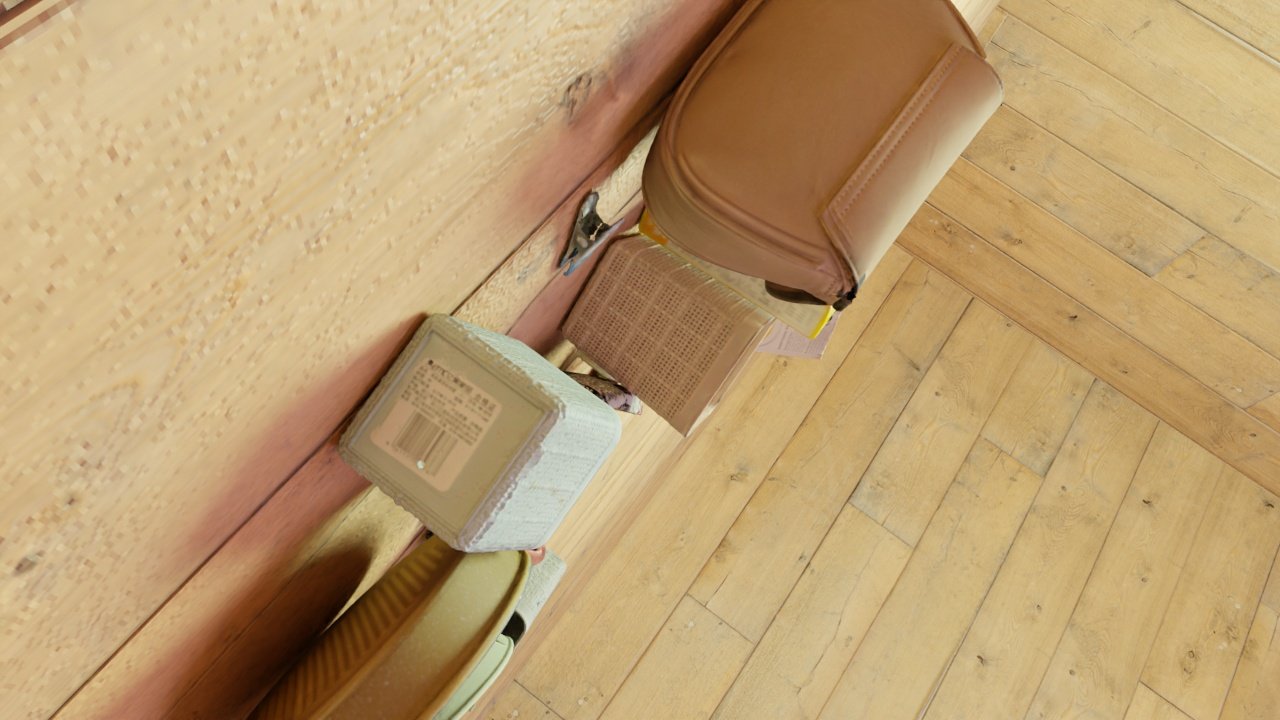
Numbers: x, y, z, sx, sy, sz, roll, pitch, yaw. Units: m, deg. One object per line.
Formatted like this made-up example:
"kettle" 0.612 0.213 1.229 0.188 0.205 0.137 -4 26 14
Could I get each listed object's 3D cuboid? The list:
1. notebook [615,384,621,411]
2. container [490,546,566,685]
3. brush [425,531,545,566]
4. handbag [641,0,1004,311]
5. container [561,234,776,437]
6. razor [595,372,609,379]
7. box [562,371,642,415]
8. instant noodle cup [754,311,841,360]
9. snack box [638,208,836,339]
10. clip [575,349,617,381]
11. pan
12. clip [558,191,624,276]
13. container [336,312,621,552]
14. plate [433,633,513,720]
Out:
"notebook" 0.024 -0.007 0.890 0.211 0.012 0.150 -45 175 -27
"container" -0.128 0.202 0.786 0.090 0.090 0.114 -57 174 20
"brush" -0.107 0.136 0.700 0.063 0.069 0.146 -52 171 -7
"handbag" 0.099 -0.130 0.513 0.204 0.148 0.100 -50 178 -15
"container" 0.019 -0.023 0.618 0.090 0.111 0.090 -58 171 20
"razor" -0.016 -0.010 0.779 0.143 0.022 0.042 -57 173 33
"box" -0.044 0.046 0.643 0.162 0.085 0.075 40 45 -79
"instant noodle cup" 0.104 -0.063 0.771 0.117 0.124 0.116 97 6 -55
"snack box" 0.078 -0.079 0.622 0.086 0.140 0.034 -43 161 -49
"clip" -0.005 0.004 0.717 0.035 0.099 0.098 -56 -160 4
"pan" -0.157 0.185 0.572 0.197 0.078 0.358 -44 -171 -17
"clip" -0.031 -0.069 0.506 0.024 0.028 0.057 -45 177 -35
"container" -0.073 0.036 0.439 0.090 0.090 0.111 -54 168 -2
"plate" -0.188 0.255 0.627 0.230 0.027 0.230 -34 180 0
